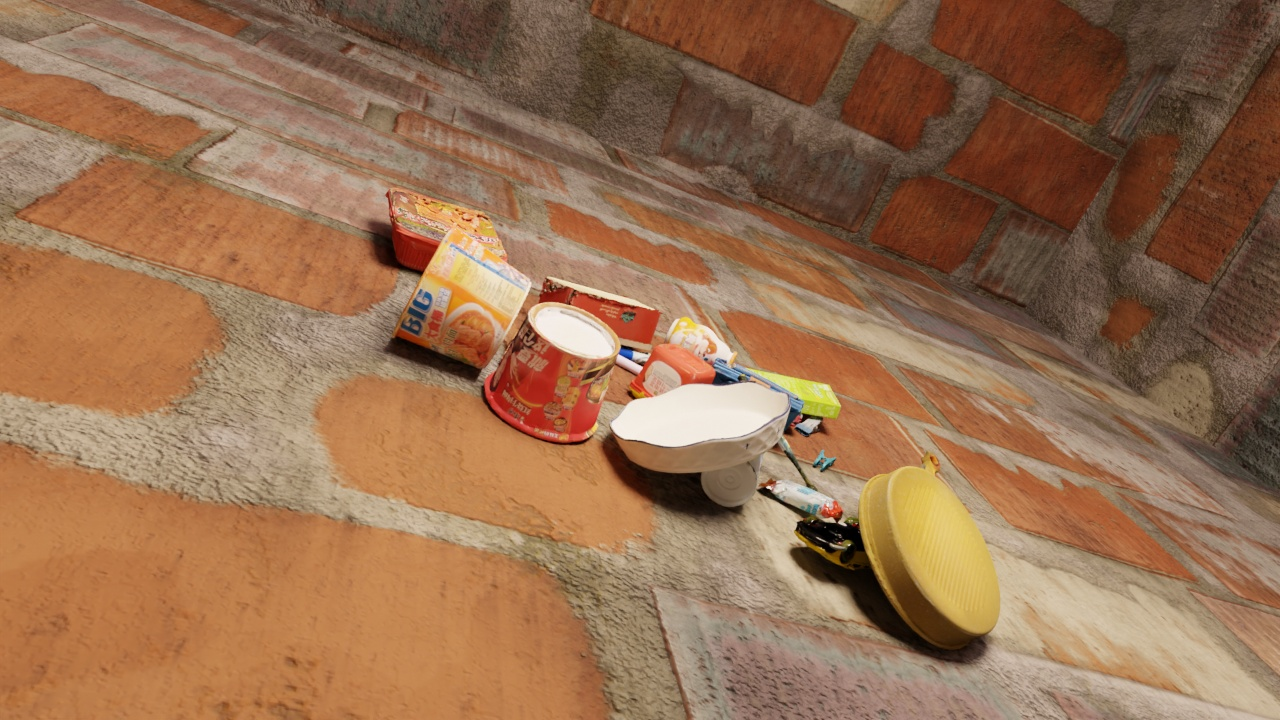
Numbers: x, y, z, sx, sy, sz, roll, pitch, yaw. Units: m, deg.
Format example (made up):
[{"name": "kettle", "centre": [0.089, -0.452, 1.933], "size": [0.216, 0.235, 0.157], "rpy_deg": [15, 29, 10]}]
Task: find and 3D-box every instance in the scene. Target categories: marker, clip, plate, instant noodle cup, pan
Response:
[{"name": "marker", "centre": [0.025, 0.004, 1.328], "size": [0.145, 0.017, 0.017], "rpy_deg": [15, 22, -26]}, {"name": "clip", "centre": [0.251, 0.096, 1.355], "size": [0.024, 0.028, 0.056], "rpy_deg": [31, 29, 30]}, {"name": "plate", "centre": [0.069, 0.074, 1.036], "size": [0.205, 0.045, 0.204], "rpy_deg": [-8, 14, 2]}, {"name": "instant noodle cup", "centre": [-0.289, -0.177, 1.323], "size": [0.164, 0.079, 0.188], "rpy_deg": [15, 23, -26]}, {"name": "instant noodle cup", "centre": [-0.093, 0.008, 1.022], "size": [0.138, 0.109, 0.137], "rpy_deg": [20, 27, -11]}, {"name": "instant noodle cup", "centre": [-0.203, -0.067, 1.063], "size": [0.111, 0.151, 0.151], "rpy_deg": [29, 19, -12]}, {"name": "pan", "centre": [0.335, 0.184, 1.061], "size": [0.197, 0.078, 0.356], "rpy_deg": [52, 36, -3]}, {"name": "clip", "centre": [0.251, 0.138, 1.261], "size": [0.041, 0.014, 0.056], "rpy_deg": [32, 19, 20]}]

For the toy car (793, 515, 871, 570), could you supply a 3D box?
[{"name": "toy car", "centre": [0.228, 0.204, 1.016], "size": [0.155, 0.041, 0.071], "rpy_deg": [13, 12, -42]}]

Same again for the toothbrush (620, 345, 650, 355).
[{"name": "toothbrush", "centre": [0.006, -0.010, 1.336], "size": [0.191, 0.018, 0.016], "rpy_deg": [15, 11, -25]}]

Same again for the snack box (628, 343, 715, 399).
[{"name": "snack box", "centre": [0.044, 0.028, 1.194], "size": [0.091, 0.080, 0.081], "rpy_deg": [36, 23, 27]}]

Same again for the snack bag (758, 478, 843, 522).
[{"name": "snack bag", "centre": [0.195, 0.164, 1.096], "size": [0.105, 0.026, 0.045], "rpy_deg": [23, 16, 24]}]

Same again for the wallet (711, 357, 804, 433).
[{"name": "wallet", "centre": [0.147, 0.053, 1.247], "size": [0.133, 0.107, 0.040], "rpy_deg": [25, 62, 2]}]

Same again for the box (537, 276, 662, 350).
[{"name": "box", "centre": [-0.058, -0.073, 1.302], "size": [0.168, 0.078, 0.091], "rpy_deg": [12, 9, -38]}]

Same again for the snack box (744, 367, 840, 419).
[{"name": "snack box", "centre": [0.217, 0.048, 1.386], "size": [0.156, 0.026, 0.085], "rpy_deg": [11, 21, -6]}]

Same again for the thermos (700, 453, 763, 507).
[{"name": "thermos", "centre": [0.121, 0.105, 1.116], "size": [0.070, 0.070, 0.220], "rpy_deg": [27, 19, 5]}]

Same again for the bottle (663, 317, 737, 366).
[{"name": "bottle", "centre": [0.092, -0.020, 1.397], "size": [0.108, 0.063, 0.063], "rpy_deg": [27, 20, 6]}]

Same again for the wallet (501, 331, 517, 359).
[{"name": "wallet", "centre": [-0.114, -0.007, 1.170], "size": [0.108, 0.031, 0.131], "rpy_deg": [27, 20, -6]}]

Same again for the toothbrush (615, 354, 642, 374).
[{"name": "toothbrush", "centre": [-0.008, 0.007, 1.274], "size": [0.189, 0.021, 0.029], "rpy_deg": [26, -10, 8]}]

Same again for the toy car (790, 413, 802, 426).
[{"name": "toy car", "centre": [0.175, 0.059, 1.313], "size": [0.120, 0.045, 0.053], "rpy_deg": [32, -2, -6]}]

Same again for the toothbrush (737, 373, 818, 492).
[{"name": "toothbrush", "centre": [0.172, 0.097, 1.136], "size": [0.186, 0.012, 0.017], "rpy_deg": [58, 29, 0]}]
